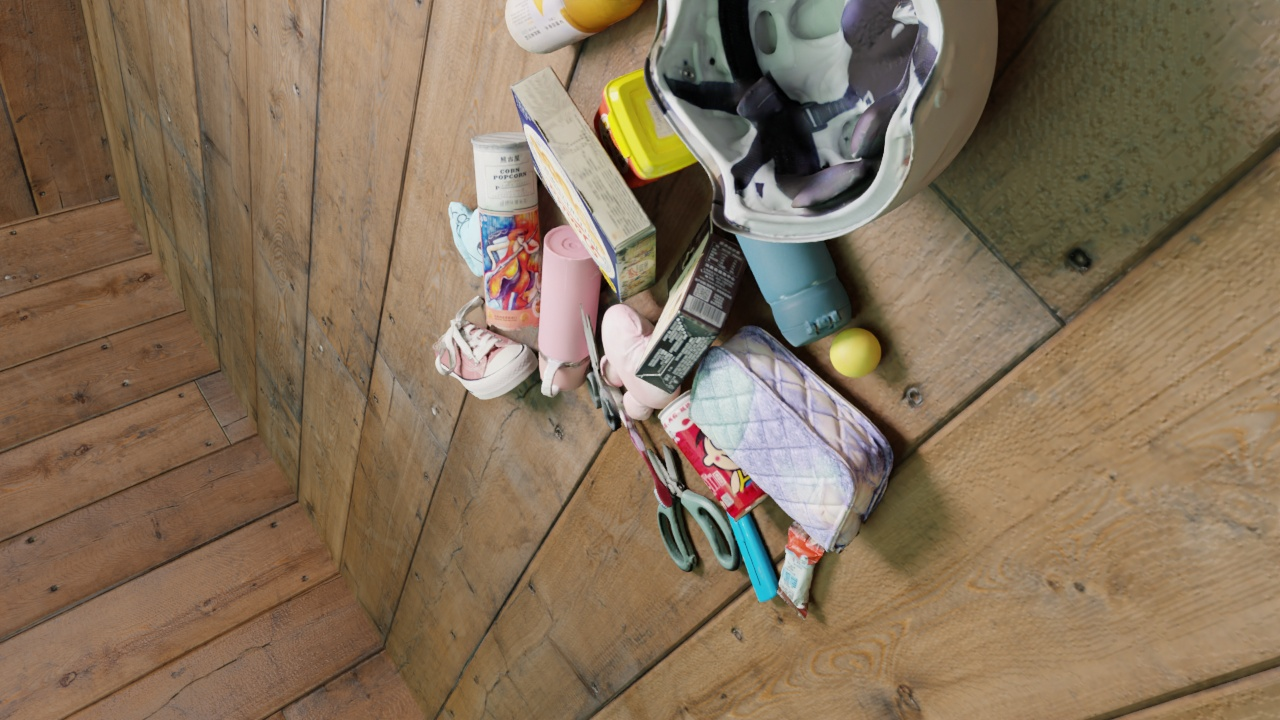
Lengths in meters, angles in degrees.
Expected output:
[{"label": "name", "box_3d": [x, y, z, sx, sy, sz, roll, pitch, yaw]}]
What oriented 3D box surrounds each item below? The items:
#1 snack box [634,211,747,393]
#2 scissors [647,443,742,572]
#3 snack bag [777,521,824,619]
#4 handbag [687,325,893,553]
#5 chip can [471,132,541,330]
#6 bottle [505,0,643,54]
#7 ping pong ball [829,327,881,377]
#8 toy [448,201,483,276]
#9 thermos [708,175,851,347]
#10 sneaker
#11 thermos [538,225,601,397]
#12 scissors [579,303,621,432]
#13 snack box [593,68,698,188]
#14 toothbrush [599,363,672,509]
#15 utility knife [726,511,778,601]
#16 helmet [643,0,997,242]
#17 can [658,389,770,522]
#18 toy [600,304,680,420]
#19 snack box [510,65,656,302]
[{"label": "snack box", "box_3d": [0.047, -0.051, 0.839, 0.053, 0.125, 0.113, 28, 144, -4]}, {"label": "scissors", "box_3d": [0.047, 0.182, 1.063, 0.175, 0.019, 0.176, 52, 146, 18]}, {"label": "snack bag", "box_3d": [0.159, 0.211, 0.921, 0.048, 0.026, 0.104, 40, 141, 42]}, {"label": "handbag", "box_3d": [0.132, 0.068, 0.820, 0.194, 0.075, 0.134, 46, 147, 28]}, {"label": "chip can", "box_3d": [-0.148, -0.145, 1.041, 0.071, 0.071, 0.215, 25, 124, 44]}, {"label": "bottle", "box_3d": [-0.050, -0.323, 0.812, 0.190, 0.067, 0.068, 4, 115, 53]}, {"label": "ping pong ball", "box_3d": [0.174, -0.006, 0.742, 0.040, 0.040, 0.040, 33, 136, 39]}, {"label": "toy", "box_3d": [-0.195, -0.145, 1.149, 0.156, 0.049, 0.162, 48, 153, 21]}, {"label": "thermos", "box_3d": [0.103, -0.117, 0.744, 0.070, 0.070, 0.220, -21, 95, 57]}, {"label": "sneaker", "box_3d": [-0.225, -0.017, 1.232, 0.241, 0.118, 0.088, 18, 146, 54]}, {"label": "thermos", "box_3d": [-0.085, -0.047, 1.031, 0.067, 0.087, 0.199, 20, 131, 11]}, {"label": "scissors", "box_3d": [-0.053, 0.005, 1.028, 0.170, 0.014, 0.151, 67, 166, -10]}, {"label": "snack box", "box_3d": [0.006, -0.203, 0.813, 0.091, 0.082, 0.080, 66, 161, -3]}, {"label": "toothbrush", "box_3d": [-0.008, 0.086, 1.062, 0.187, 0.016, 0.017, 63, 154, 13]}, {"label": "utility knife", "box_3d": [0.103, 0.162, 0.974, 0.034, 0.018, 0.204, -15, 98, 57]}, {"label": "helmet", "box_3d": [0.124, -0.212, 0.579, 0.230, 0.145, 0.258, -31, 78, 55]}, {"label": "can", "box_3d": [0.076, 0.094, 0.927, 0.132, 0.053, 0.053, 53, 145, 13]}, {"label": "toy", "box_3d": [-0.006, 0.006, 0.986, 0.121, 0.054, 0.160, 56, 158, 11]}, {"label": "snack box", "box_3d": [-0.049, -0.158, 0.873, 0.178, 0.045, 0.182, 58, 174, 10]}]
